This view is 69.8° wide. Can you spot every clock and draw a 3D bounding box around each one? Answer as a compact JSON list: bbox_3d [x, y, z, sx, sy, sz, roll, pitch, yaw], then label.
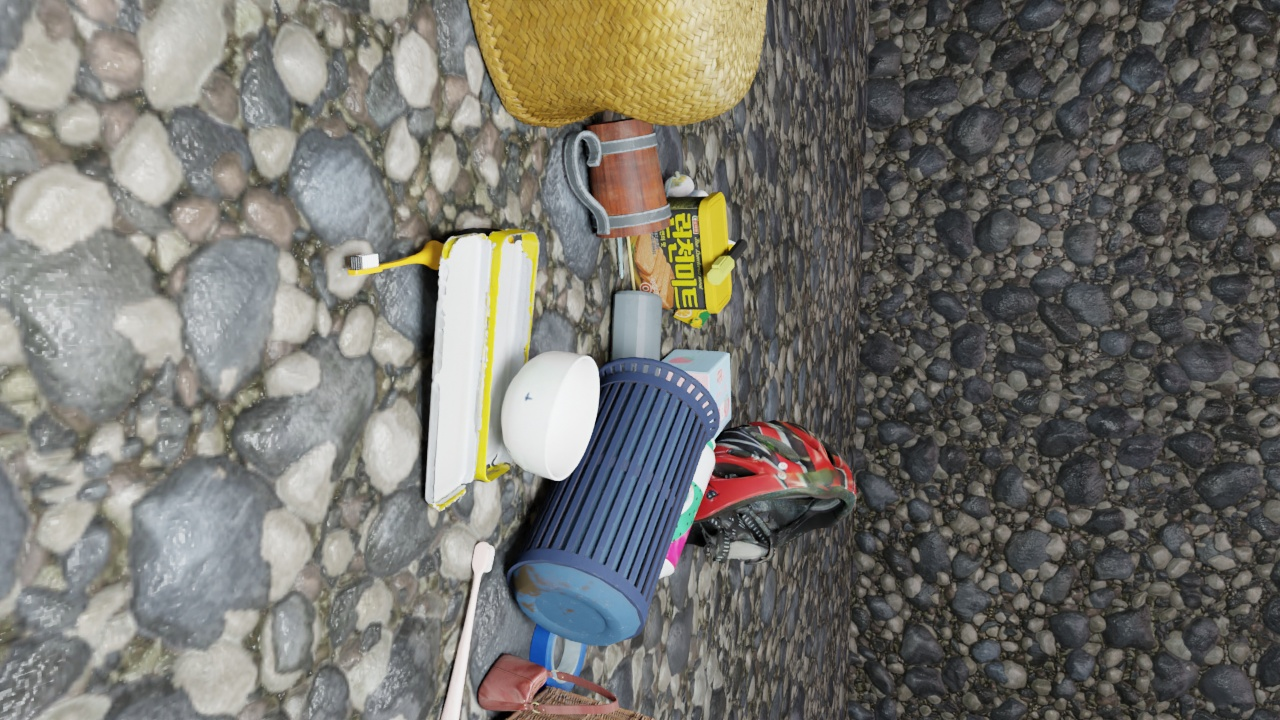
[{"bbox_3d":[0.052,-0.180,1.149,0.125,0.052,0.088,48,49,-57],"label":"clock"}]

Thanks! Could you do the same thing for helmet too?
[{"bbox_3d":[0.153,0.167,1.184,0.217,0.273,0.166,8,65,-29],"label":"helmet"}]

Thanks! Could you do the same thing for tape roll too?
[{"bbox_3d":[-0.080,0.283,0.902,0.091,0.016,0.093,-57,143,-53],"label":"tape roll"}]

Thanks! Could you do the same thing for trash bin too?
[{"bbox_3d":[-0.023,0.133,0.869,0.139,0.139,0.248,72,31,-42],"label":"trash bin"}]

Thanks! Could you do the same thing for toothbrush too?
[{"bbox_3d":[-0.147,-0.078,0.674,0.196,0.031,0.031,-30,124,-64],"label":"toothbrush"},{"bbox_3d":[-0.142,0.238,0.741,0.018,0.016,0.181,55,41,-65],"label":"toothbrush"}]

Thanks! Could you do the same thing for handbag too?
[{"bbox_3d":[-0.074,0.280,0.775,0.055,0.120,0.029,-50,138,-57],"label":"handbag"}]

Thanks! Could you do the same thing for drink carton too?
[{"bbox_3d":[0.084,-0.105,1.214,0.058,0.041,0.122,122,-11,-53],"label":"drink carton"}]

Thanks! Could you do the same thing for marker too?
[{"bbox_3d":[0.100,-0.115,1.038,0.123,0.017,0.021,-50,138,-59],"label":"marker"}]

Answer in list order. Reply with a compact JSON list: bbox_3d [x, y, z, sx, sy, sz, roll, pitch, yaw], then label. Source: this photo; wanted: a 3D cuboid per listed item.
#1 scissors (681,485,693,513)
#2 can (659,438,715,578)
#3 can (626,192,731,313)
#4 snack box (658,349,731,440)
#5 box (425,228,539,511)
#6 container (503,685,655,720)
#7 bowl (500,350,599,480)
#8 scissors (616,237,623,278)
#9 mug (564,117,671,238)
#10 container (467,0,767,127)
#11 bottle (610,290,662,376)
[{"bbox_3d":[-0.004,0.152,0.964,0.011,0.128,0.125,68,0,-54],"label":"scissors"},{"bbox_3d":[0.021,0.153,1.020,0.165,0.088,0.088,-65,151,-27],"label":"can"},{"bbox_3d":[0.044,-0.124,1.060,0.072,0.101,0.131,-47,135,-59],"label":"can"},{"bbox_3d":[0.064,0.044,1.160,0.092,0.080,0.095,-40,130,-62],"label":"snack box"},{"bbox_3d":[-0.124,0.004,0.712,0.126,0.023,0.210,-25,126,-63],"label":"box"},{"bbox_3d":[-0.077,0.367,0.764,0.198,0.113,0.114,0,102,-69],"label":"container"},{"bbox_3d":[-0.077,0.042,0.752,0.104,0.054,0.105,13,89,-74],"label":"bowl"},{"bbox_3d":[-0.024,-0.157,1.006,0.056,0.015,0.137,-38,123,-66],"label":"scissors"},{"bbox_3d":[-0.027,-0.182,0.924,0.117,0.082,0.111,-25,113,-44],"label":"mug"},{"bbox_3d":[-0.003,-0.357,0.796,0.306,0.197,0.307,1,90,-70],"label":"container"},{"bbox_3d":[-0.006,0.006,1.022,0.072,0.046,0.161,5,87,-69],"label":"bottle"}]
